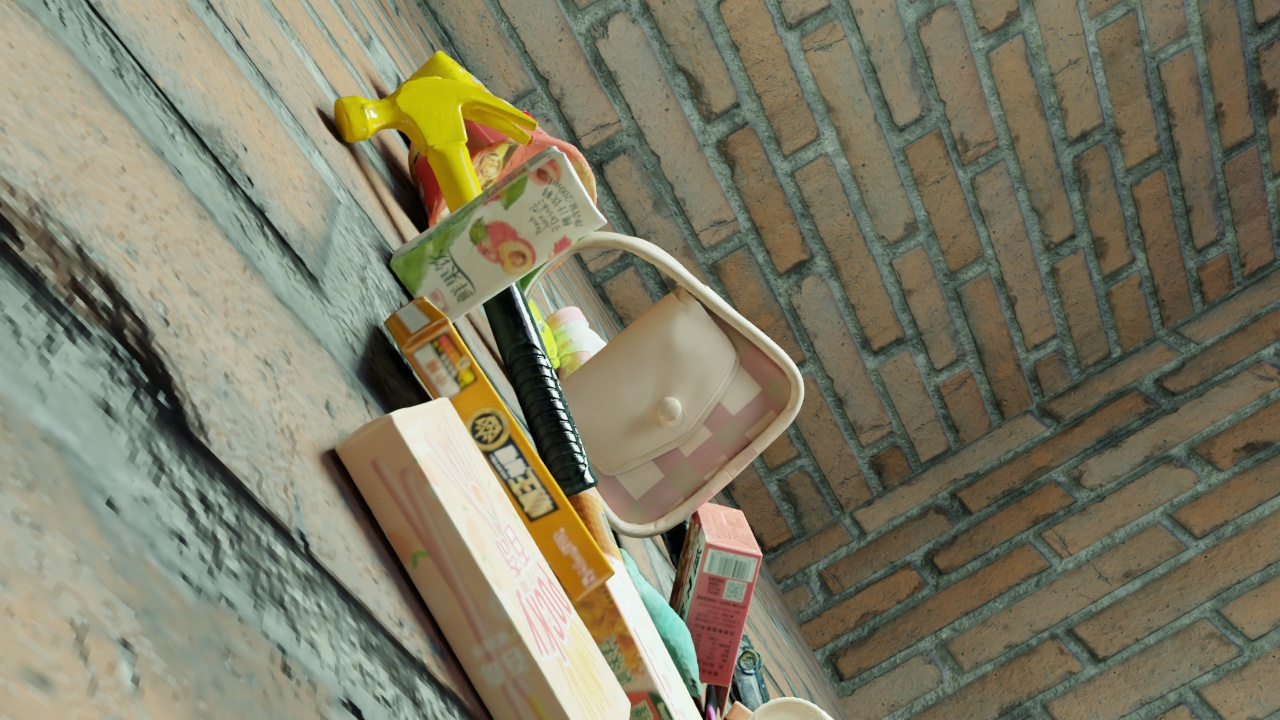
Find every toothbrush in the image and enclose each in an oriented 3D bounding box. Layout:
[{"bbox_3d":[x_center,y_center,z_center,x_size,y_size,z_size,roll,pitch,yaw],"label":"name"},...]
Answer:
[{"bbox_3d":[0.062,0.266,0.737,0.014,0.018,0.189,61,4,7],"label":"toothbrush"}]

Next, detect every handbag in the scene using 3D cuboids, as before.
[{"bbox_3d":[-0.004,0.004,0.717,0.234,0.193,0.093,50,-1,-20],"label":"handbag"}]

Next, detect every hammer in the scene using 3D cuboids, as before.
[{"bbox_3d":[-0.095,-0.052,0.615,0.033,0.128,0.300,-30,-100,62],"label":"hammer"}]

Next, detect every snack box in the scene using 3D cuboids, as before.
[{"bbox_3d":[-0.055,0.089,0.353,0.157,0.026,0.084,59,2,-1],"label":"snack box"},{"bbox_3d":[-0.069,0.042,0.447,0.154,0.026,0.075,60,-12,-22],"label":"snack box"},{"bbox_3d":[0.005,0.178,0.496,0.155,0.027,0.077,60,2,21],"label":"snack box"},{"bbox_3d":[0.051,0.185,0.702,0.113,0.044,0.127,-103,-155,-84],"label":"snack box"}]

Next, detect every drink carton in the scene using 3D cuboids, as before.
[{"bbox_3d":[-0.087,-0.075,0.557,0.053,0.122,0.045,56,2,-22],"label":"drink carton"}]

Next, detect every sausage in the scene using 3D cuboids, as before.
[{"bbox_3d":[-0.032,0.110,0.616,0.021,0.021,0.165,57,4,-40],"label":"sausage"}]

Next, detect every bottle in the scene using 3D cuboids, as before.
[{"bbox_3d":[-0.035,0.038,0.865,0.197,0.068,0.068,61,3,23],"label":"bottle"}]

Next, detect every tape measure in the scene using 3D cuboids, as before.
[{"bbox_3d":[0.054,0.214,1.013,0.066,0.033,0.065,57,5,-36],"label":"tape measure"}]

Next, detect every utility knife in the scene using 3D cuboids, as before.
[{"bbox_3d":[-0.072,-0.002,0.950,0.033,0.015,0.216,-115,-177,-66],"label":"utility knife"}]

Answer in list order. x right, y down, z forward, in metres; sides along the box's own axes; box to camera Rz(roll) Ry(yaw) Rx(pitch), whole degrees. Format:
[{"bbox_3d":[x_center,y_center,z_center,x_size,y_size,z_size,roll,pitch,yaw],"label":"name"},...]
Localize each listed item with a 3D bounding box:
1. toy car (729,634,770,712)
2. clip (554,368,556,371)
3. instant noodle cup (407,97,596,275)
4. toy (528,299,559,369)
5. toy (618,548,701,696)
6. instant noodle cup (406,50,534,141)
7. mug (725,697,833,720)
[{"bbox_3d":[0.105,0.313,0.847,0.054,0.037,0.120,55,15,-67],"label":"toy car"},{"bbox_3d":[-0.092,-0.006,0.933,0.047,0.014,0.057,60,2,-25],"label":"clip"},{"bbox_3d":[-0.118,-0.145,0.746,0.108,0.138,0.138,54,-2,39],"label":"instant noodle cup"},{"bbox_3d":[-0.099,-0.027,0.828,0.096,0.031,0.100,61,-1,38],"label":"toy"},{"bbox_3d":[0.007,0.171,0.623,0.092,0.030,0.096,61,-4,-30],"label":"toy"},{"bbox_3d":[-0.172,-0.222,0.893,0.123,0.116,0.116,48,2,3],"label":"instant noodle cup"},{"bbox_3d":[0.118,0.310,0.728,0.115,0.081,0.106,27,-17,37],"label":"mug"}]
